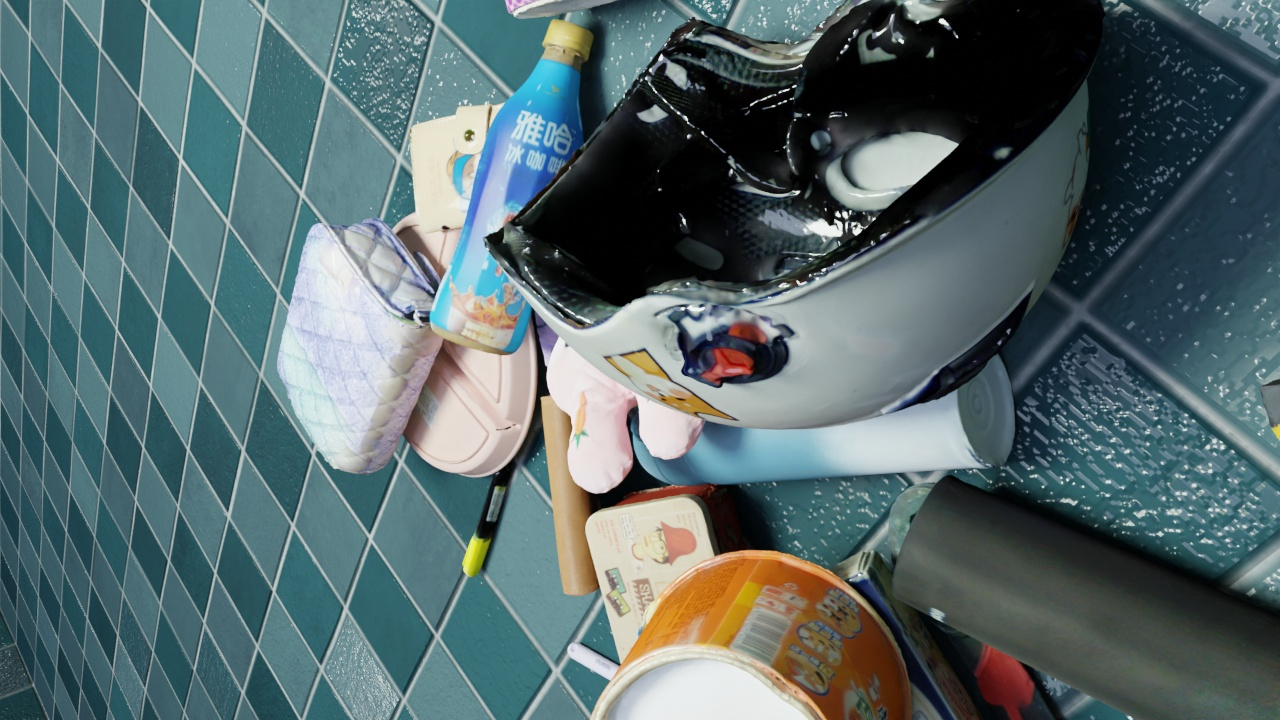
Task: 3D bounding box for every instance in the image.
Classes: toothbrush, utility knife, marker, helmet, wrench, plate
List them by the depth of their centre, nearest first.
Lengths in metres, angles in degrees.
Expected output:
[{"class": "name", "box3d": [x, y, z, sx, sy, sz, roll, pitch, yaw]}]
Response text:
[{"class": "utility knife", "box3d": [0.310, 0.078, 0.352, 0.181, 0.015, 0.033, 56, 136, 16]}, {"class": "helmet", "box3d": [0.074, -0.055, 0.423, 0.275, 0.229, 0.157, 3, 138, 41]}, {"class": "wrench", "box3d": [0.209, 0.189, 0.477, 0.056, 0.016, 0.273, -41, 72, 42]}, {"class": "toothbrush", "box3d": [0.012, 0.247, 0.675, 0.189, 0.029, 0.021, 13, 147, 42]}, {"class": "plate", "box3d": [-0.163, -0.014, 0.752, 0.230, 0.028, 0.230, 13, 109, 45]}, {"class": "marker", "box3d": [-0.131, 0.136, 0.781, 0.015, 0.018, 0.124, 39, 124, 28]}]

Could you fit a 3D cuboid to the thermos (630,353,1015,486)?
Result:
[{"class": "thermos", "box3d": [0.088, 0.036, 0.512, 0.221, 0.070, 0.070, -11, 93, 43]}]

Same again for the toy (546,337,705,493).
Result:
[{"class": "toy", "box3d": [-0.003, 0.003, 0.546, 0.121, 0.054, 0.159, -30, 37, 20]}]

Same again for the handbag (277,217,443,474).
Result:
[{"class": "handbag", "box3d": [-0.225, -0.013, 0.744, 0.134, 0.075, 0.194, 52, 133, 21]}]

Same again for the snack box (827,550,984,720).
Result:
[{"class": "snack box", "box3d": [0.100, 0.228, 0.512, 0.178, 0.045, 0.182, -34, 83, 19]}]

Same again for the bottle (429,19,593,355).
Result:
[{"class": "bottle", "box3d": [-0.079, -0.114, 0.610, 0.065, 0.065, 0.219, 23, 97, 37]}]

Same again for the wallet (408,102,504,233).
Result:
[{"class": "wallet", "box3d": [-0.116, -0.144, 0.671, 0.115, 0.024, 0.087, -4, 97, 26]}]

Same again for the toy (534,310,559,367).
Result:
[{"class": "toy", "box3d": [-0.049, -0.058, 0.637, 0.108, 0.038, 0.083, -52, 47, 45]}]

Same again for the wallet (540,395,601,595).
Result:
[{"class": "wallet", "box3d": [-0.047, 0.087, 0.640, 0.031, 0.108, 0.132, -7, 90, -1]}]

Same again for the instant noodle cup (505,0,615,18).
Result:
[{"class": "instant noodle cup", "box3d": [-0.047, -0.261, 0.541, 0.112, 0.111, 0.099, 1, 111, 43]}]

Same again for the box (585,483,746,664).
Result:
[{"class": "box", "box3d": [0.036, 0.165, 0.597, 0.091, 0.075, 0.168, -14, 92, 26]}]

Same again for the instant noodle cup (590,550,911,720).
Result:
[{"class": "instant noodle cup", "box3d": [0.049, 0.178, 0.443, 0.151, 0.111, 0.151, 1, 94, 20]}]

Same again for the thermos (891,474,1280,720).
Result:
[{"class": "thermos", "box3d": [0.231, 0.121, 0.384, 0.243, 0.090, 0.068, 22, 72, 33]}]
